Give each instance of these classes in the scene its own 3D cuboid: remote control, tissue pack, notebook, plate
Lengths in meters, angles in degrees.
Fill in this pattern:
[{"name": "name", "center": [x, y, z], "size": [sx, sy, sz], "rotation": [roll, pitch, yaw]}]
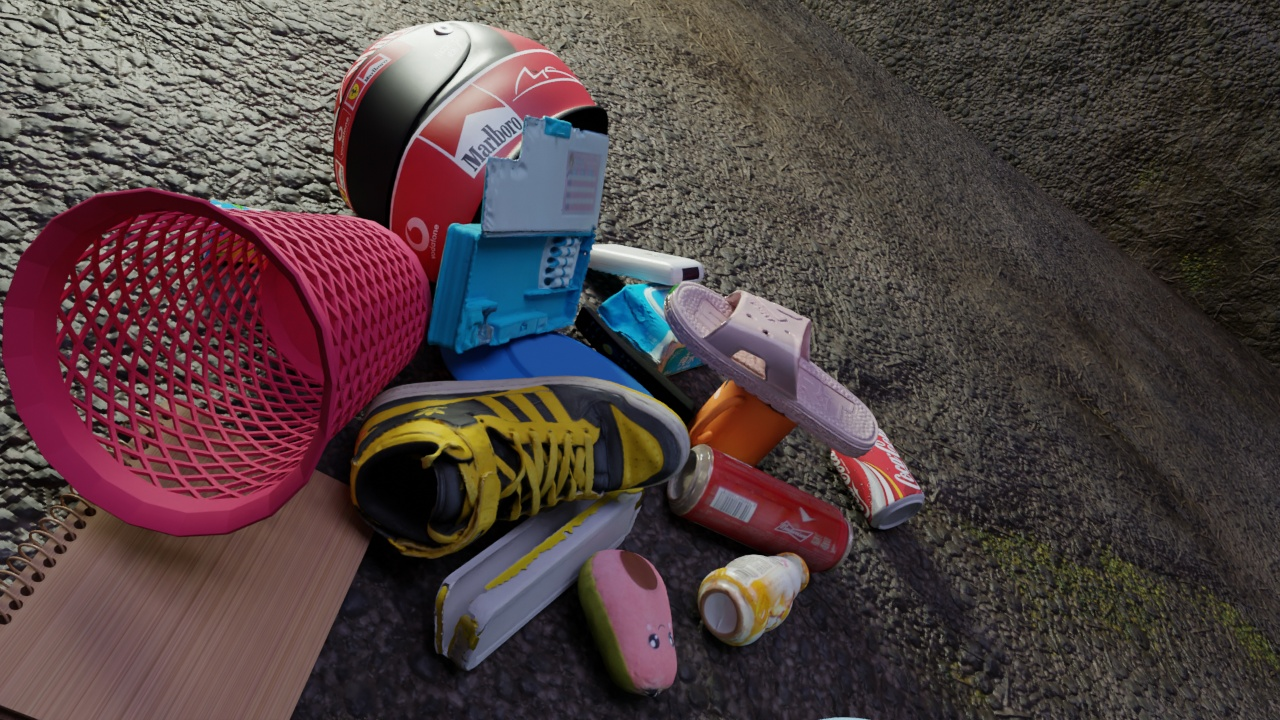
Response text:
[{"name": "remote control", "center": [-0.005, 0.005, 0.894], "size": [0.152, 0.041, 0.020], "rotation": [43, 59, 6]}, {"name": "tissue pack", "center": [0.030, -0.036, 0.956], "size": [0.144, 0.062, 0.093], "rotation": [-15, 59, -51]}, {"name": "remote control", "center": [-0.002, -0.103, 0.977], "size": [0.139, 0.025, 0.060], "rotation": [16, 17, 34]}, {"name": "notebook", "center": [-0.262, 0.127, 0.534], "size": [0.169, 0.022, 0.210], "rotation": [30, 35, -14]}, {"name": "plate", "center": [-0.062, 0.016, 0.790], "size": [0.224, 0.024, 0.224], "rotation": [26, 20, -10]}]

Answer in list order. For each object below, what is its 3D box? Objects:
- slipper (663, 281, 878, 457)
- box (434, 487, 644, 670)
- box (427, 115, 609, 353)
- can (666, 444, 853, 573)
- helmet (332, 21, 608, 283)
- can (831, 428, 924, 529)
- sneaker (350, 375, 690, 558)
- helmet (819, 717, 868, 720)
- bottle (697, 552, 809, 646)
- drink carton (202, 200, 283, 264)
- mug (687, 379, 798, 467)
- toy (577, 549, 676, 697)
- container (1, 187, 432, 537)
[{"name": "slipper", "center": [0.132, -0.005, 0.840], "size": [0.239, 0.065, 0.094], "rotation": [36, 34, -6]}, {"name": "box", "center": [-0.070, 0.141, 0.660], "size": [0.045, 0.066, 0.209], "rotation": [30, 30, 20]}, {"name": "box", "center": [-0.087, -0.106, 0.746], "size": [0.039, 0.182, 0.226], "rotation": [17, 13, 16]}, {"name": "can", "center": [0.108, 0.136, 0.826], "size": [0.170, 0.067, 0.067], "rotation": [26, 36, -17]}, {"name": "helmet", "center": [-0.168, -0.196, 0.832], "size": [0.225, 0.198, 0.270], "rotation": [29, 42, 14]}, {"name": "can", "center": [0.249, 0.121, 0.977], "size": [0.064, 0.064, 0.104], "rotation": [5, 47, -40]}, {"name": "sneaker", "center": [-0.081, 0.071, 0.625], "size": [0.238, 0.086, 0.122], "rotation": [1, 21, -2]}, {"name": "helmet", "center": [0.148, 0.327, 0.560], "size": [0.225, 0.167, 0.265], "rotation": [27, 25, -1]}, {"name": "bottle", "center": [0.097, 0.190, 0.756], "size": [0.108, 0.063, 0.063], "rotation": [-11, 58, -48]}, {"name": "drink carton", "center": [-0.287, -0.096, 0.751], "size": [0.128, 0.044, 0.038], "rotation": [6, 46, -37]}, {"name": "mug", "center": [0.091, 0.057, 0.875], "size": [0.112, 0.096, 0.077], "rotation": [-7, 55, -47]}, {"name": "toy", "center": [-0.006, 0.190, 0.668], "size": [0.090, 0.051, 0.110], "rotation": [30, 39, -58]}, {"name": "container", "center": [-0.231, -0.020, 0.580], "size": [0.183, 0.183, 0.225], "rotation": [37, 15, -2]}]
